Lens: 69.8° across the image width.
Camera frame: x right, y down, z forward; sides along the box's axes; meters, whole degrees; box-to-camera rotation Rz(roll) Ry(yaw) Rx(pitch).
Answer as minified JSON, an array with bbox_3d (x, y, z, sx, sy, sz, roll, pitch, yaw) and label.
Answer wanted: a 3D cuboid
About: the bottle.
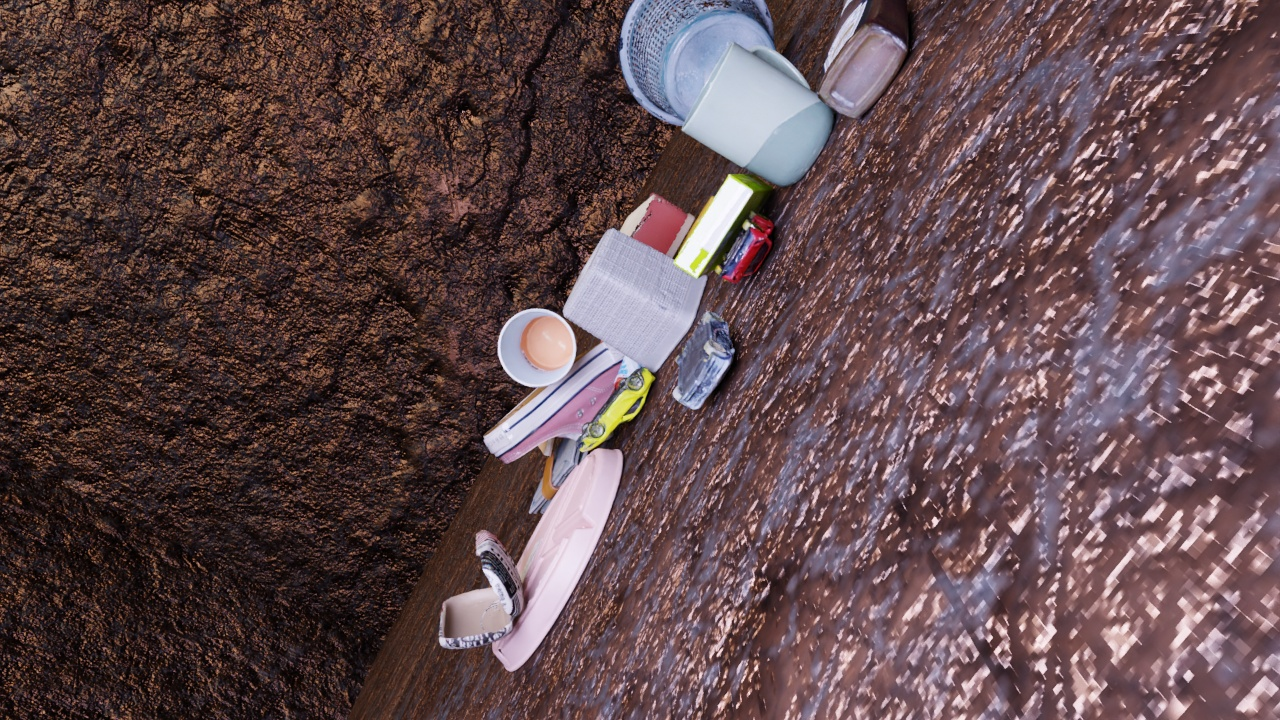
[{"bbox_3d":[0.176,-0.258,0.723,0.080,0.044,0.194,-55,10,37],"label":"bottle"}]

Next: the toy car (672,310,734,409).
[{"bbox_3d":[0.048,0.001,0.667,0.049,0.031,0.105,-59,7,21],"label":"toy car"}]

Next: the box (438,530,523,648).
[{"bbox_3d":[-0.146,0.207,0.810,0.087,0.076,0.162,-35,7,-11],"label":"box"}]

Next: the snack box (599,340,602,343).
[{"bbox_3d":[-0.026,-0.057,1.339,0.152,0.025,0.075,-66,10,-27],"label":"snack box"}]

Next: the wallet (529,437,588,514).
[{"bbox_3d":[-0.093,0.121,1.111,0.130,0.037,0.106,-53,10,44],"label":"wallet"}]

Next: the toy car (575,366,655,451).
[{"bbox_3d":[-0.024,0.051,0.910,0.105,0.032,0.048,-49,6,-10],"label":"toy car"}]

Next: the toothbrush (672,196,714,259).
[{"bbox_3d":[0.050,-0.128,1.161,0.192,0.018,0.016,-59,6,34],"label":"toothbrush"}]

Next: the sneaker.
[{"bbox_3d":[-0.063,0.048,1.016,0.240,0.088,0.119,-41,8,-34],"label":"sneaker"}]

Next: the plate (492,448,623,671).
[{"bbox_3d":[-0.083,0.182,0.876,0.230,0.028,0.229,-60,9,14],"label":"plate"}]

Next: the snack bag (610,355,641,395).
[{"bbox_3d":[-0.006,0.006,0.979,0.026,0.045,0.105,0,49,29],"label":"snack bag"}]

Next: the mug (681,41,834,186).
[{"bbox_3d":[0.106,-0.214,0.776,0.111,0.106,0.082,-66,8,-27],"label":"mug"}]

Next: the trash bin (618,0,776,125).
[{"bbox_3d":[0.092,-0.405,1.240,0.227,0.226,0.194,-58,21,22],"label":"trash bin"}]

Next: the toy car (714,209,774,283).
[{"bbox_3d":[0.085,-0.088,0.731,0.049,0.031,0.106,-60,-3,19],"label":"toy car"}]

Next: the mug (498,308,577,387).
[{"bbox_3d":[-0.101,-0.016,0.968,0.078,0.078,0.122,-60,0,4],"label":"mug"}]

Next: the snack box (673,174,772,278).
[{"bbox_3d":[0.076,-0.119,0.798,0.086,0.026,0.156,-58,-6,18],"label":"snack box"}]

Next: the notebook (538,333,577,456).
[{"bbox_3d":[-0.111,0.038,1.178,0.211,0.012,0.149,-175,98,-80],"label":"notebook"}]

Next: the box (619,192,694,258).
[{"bbox_3d":[0.001,-0.161,1.204,0.091,0.078,0.168,-61,10,-8],"label":"box"}]

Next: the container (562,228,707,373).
[{"bbox_3d":[-0.007,-0.064,0.934,0.090,0.114,0.090,-53,12,41],"label":"container"}]
